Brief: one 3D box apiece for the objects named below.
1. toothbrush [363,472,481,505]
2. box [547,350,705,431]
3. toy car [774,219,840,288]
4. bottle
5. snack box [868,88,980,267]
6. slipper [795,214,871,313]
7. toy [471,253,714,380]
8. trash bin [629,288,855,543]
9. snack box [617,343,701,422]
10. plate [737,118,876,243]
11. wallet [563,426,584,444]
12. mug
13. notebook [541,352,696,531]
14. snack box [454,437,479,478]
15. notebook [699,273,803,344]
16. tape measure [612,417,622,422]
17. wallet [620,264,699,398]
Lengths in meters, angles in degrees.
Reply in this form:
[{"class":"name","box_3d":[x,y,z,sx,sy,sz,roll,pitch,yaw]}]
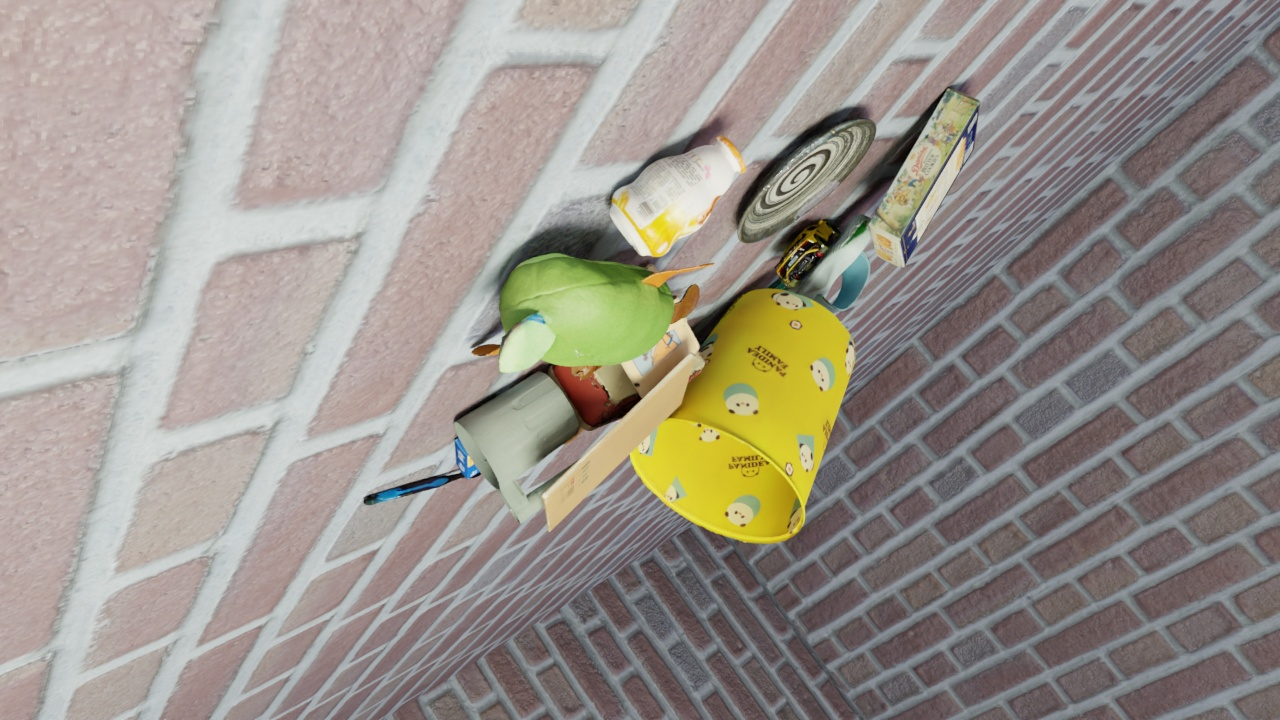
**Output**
[{"class":"toothbrush","box_3d":[-0.239,0.140,1.027,0.016,0.014,0.189,-18,176,30]},{"class":"box","box_3d":[-0.006,0.006,0.996,0.167,0.091,0.077,-21,164,-48]},{"class":"toy car","box_3d":[0.208,-0.138,1.148,0.071,0.041,0.155,-49,175,29]},{"class":"bottle","box_3d":[0.031,-0.132,0.723,0.108,0.063,0.063,-37,165,0]},{"class":"snack box","box_3d":[0.348,-0.216,1.124,0.182,0.046,0.177,-60,163,5]},{"class":"slipper","box_3d":[0.275,-0.119,1.255,0.104,0.074,0.246,-54,175,-18]},{"class":"toy","box_3d":[-0.040,-0.039,0.776,0.227,0.090,0.246,-24,168,16]},{"class":"trash bin","box_3d":[0.143,0.060,1.161,0.254,0.229,0.230,-58,178,-33]},{"class":"snack box","box_3d":[0.026,0.032,1.269,0.157,0.027,0.084,-38,160,8]},{"class":"plate","box_3d":[0.166,-0.188,0.944,0.179,0.024,0.179,-35,167,-9]},{"class":"wallet","box_3d":[-0.055,0.059,1.111,0.115,0.020,0.101,-41,177,-9]},{"class":"mug","box_3d":[-0.116,0.087,0.944,0.103,0.124,0.084,-34,-174,-21]},{"class":"notebook","box_3d":[-0.023,0.087,0.945,0.207,0.008,0.148,-43,166,-18]},{"class":"snack box","box_3d":[-0.135,0.072,1.033,0.157,0.026,0.085,-31,165,-21]},{"class":"notebook","box_3d":[0.156,-0.055,1.354,0.209,0.012,0.150,-39,164,6]},{"class":"tape measure","box_3d":[-0.030,0.053,1.195,0.058,0.039,0.057,-39,166,27]},{"class":"wallet","box_3d":[0.008,-0.031,0.917,0.087,0.115,0.024,-38,-151,-13]}]
